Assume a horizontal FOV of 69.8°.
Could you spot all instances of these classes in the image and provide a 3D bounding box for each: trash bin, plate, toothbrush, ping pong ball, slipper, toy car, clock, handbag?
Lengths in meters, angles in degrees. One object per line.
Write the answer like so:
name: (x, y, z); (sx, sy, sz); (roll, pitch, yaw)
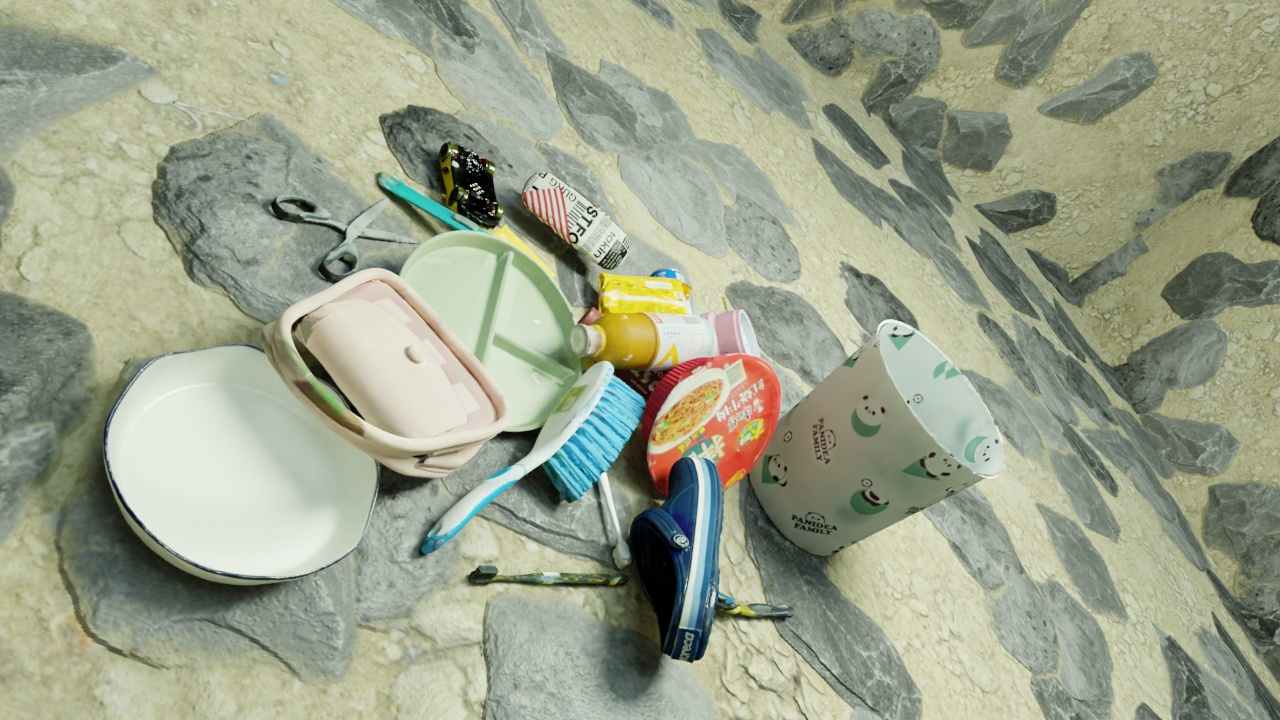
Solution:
trash bin: (0.287, 0.112, 1.175); (0.229, 0.253, 0.229); (31, 36, -26)
plate: (-0.159, -0.030, 0.971); (0.230, 0.028, 0.229); (22, 53, -33)
toothbrush: (-0.039, 0.141, 0.984); (0.016, 0.016, 0.180); (15, 42, -37)
ping pong ball: (-0.071, -0.007, 1.078); (0.040, 0.040, 0.040); (30, 36, -25)
slipper: (0.033, 0.198, 0.938); (0.095, 0.105, 0.252); (13, 32, -4)
toothbrush: (-0.079, 0.203, 0.864); (0.185, 0.017, 0.012); (14, 34, -42)
toy car: (-0.212, -0.213, 1.131); (0.071, 0.041, 0.155); (19, 38, -38)
plate: (-0.304, 0.082, 0.705); (0.204, 0.046, 0.204); (29, 37, -26)
clock: (0.126, 0.001, 1.247); (0.117, 0.060, 0.158); (53, 29, -51)
handbag: (-0.222, 0.015, 0.760); (0.193, 0.093, 0.234); (49, 10, 5)

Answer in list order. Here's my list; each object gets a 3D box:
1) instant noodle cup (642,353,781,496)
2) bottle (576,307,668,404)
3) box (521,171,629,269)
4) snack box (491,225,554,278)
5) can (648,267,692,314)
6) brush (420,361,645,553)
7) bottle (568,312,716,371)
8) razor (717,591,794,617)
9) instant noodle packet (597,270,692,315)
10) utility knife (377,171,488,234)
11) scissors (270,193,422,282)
instant noodle cup: (0.072, 0.067, 1.070); (0.193, 0.194, 0.066); (14, 17, -41)
bottle: (-0.007, 0.007, 1.123); (0.175, 0.058, 0.057); (42, 33, -9)
box: (-0.090, -0.184, 1.228); (0.162, 0.087, 0.076); (35, 74, -14)
snack box: (-0.165, -0.098, 1.073); (0.087, 0.034, 0.140); (45, 30, -5)
can: (0.045, -0.063, 1.263); (0.053, 0.053, 0.134); (23, 40, -34)
brush: (-0.096, 0.105, 0.908); (0.109, 0.061, 0.313); (58, 43, -25)
bottle: (0.004, -0.021, 1.056); (0.189, 0.068, 0.068); (0, 55, -40)
razor: (0.125, 0.276, 1.026); (0.142, 0.022, 0.043); (22, -4, -40)
instant noodle packet: (0.006, -0.065, 1.191); (0.128, 0.044, 0.110); (6, 50, -9)
utility knife: (-0.209, -0.160, 1.061); (0.222, 0.013, 0.029); (30, 35, -2)
scissors: (-0.308, -0.139, 0.970); (0.159, 0.014, 0.180); (32, 33, -27)
